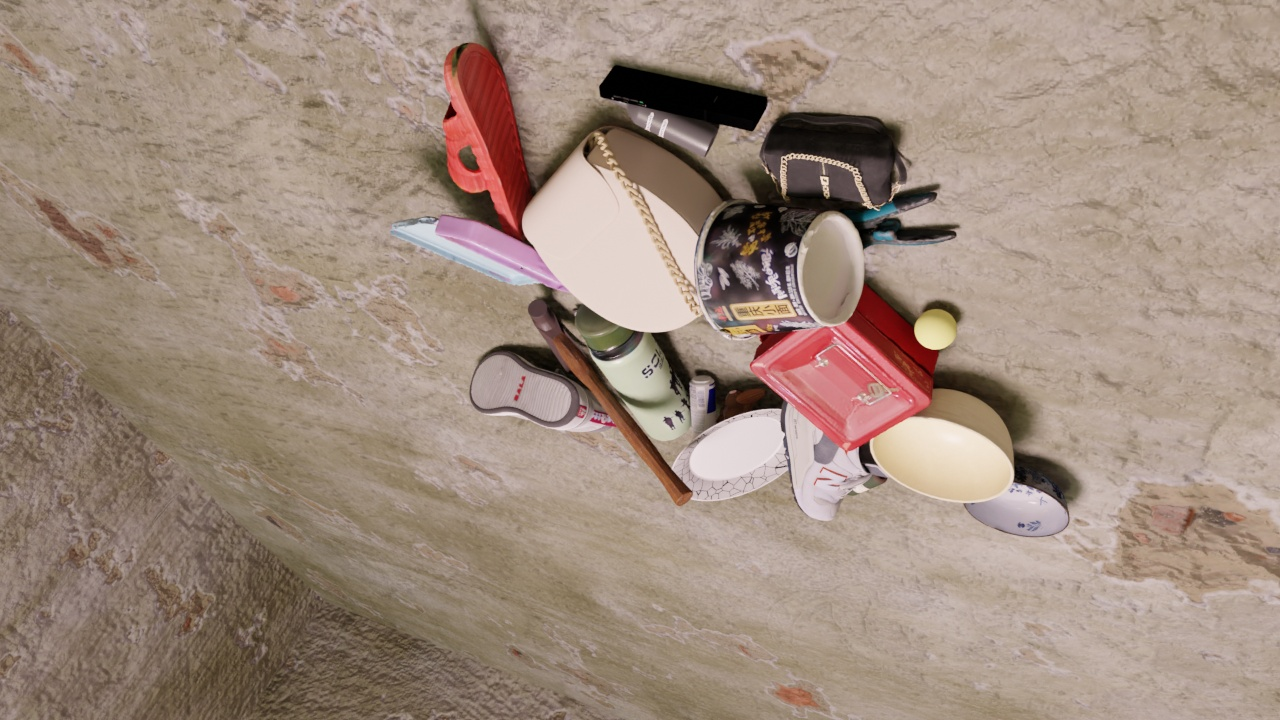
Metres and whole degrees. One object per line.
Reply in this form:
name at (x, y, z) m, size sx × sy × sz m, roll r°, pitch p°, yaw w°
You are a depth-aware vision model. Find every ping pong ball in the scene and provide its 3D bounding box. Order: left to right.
ping pong ball at (0.292, -0.031, 0.907) m, size 0.040 × 0.040 × 0.040 m, roll 20°, pitch 147°, yaw 14°

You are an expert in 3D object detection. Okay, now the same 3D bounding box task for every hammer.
hammer at (-0.040, 0.051, 1.137) m, size 0.323 × 0.033 × 0.115 m, roll 50°, pitch 174°, yaw 27°

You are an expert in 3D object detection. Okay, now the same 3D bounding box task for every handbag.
handbag at (-0.012, -0.123, 0.956) m, size 0.208 × 0.103 × 0.211 m, roll 41°, pitch 145°, yaw -12°
handbag at (0.169, -0.169, 0.807) m, size 0.129 × 0.054 × 0.079 m, roll 10°, pitch 155°, yaw 22°

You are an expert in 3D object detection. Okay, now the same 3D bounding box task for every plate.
plate at (0.126, 0.118, 1.176) m, size 0.188 × 0.016 × 0.189 m, roll -13°, pitch 141°, yaw -11°

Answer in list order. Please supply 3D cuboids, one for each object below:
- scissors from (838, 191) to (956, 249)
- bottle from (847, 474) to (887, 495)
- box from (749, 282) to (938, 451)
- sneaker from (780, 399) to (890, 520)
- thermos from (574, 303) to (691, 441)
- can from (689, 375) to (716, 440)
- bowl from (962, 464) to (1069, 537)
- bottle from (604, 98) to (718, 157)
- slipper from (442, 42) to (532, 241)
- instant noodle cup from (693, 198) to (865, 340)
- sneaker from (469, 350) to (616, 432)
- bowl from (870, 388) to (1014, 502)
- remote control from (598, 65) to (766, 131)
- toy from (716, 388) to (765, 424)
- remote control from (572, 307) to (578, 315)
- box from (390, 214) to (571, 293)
scissors at (0.222, -0.123, 0.852) m, size 0.148 × 0.019 × 0.124 m, roll 24°, pitch 149°, yaw 12°
bottle at (0.283, 0.162, 1.202) m, size 0.025 × 0.025 × 0.106 m, roll 34°, pitch 148°, yaw -9°
box at (0.216, -0.007, 0.964) m, size 0.157 × 0.110 × 0.134 m, roll 41°, pitch 135°, yaw -13°
sneaker at (0.250, 0.122, 1.111) m, size 0.124 × 0.088 × 0.240 m, roll 9°, pitch 139°, yaw 33°
thermos at (-0.007, 0.007, 1.141) m, size 0.082 × 0.082 × 0.231 m, roll 6°, pitch 148°, yaw 32°
can at (0.081, 0.068, 1.180) m, size 0.032 × 0.032 × 0.095 m, roll 7°, pitch 111°, yaw 31°
bowl at (0.432, 0.152, 1.052) m, size 0.114 × 0.045 × 0.114 m, roll 20°, pitch 147°, yaw 13°
bottle at (0.016, -0.227, 0.853) m, size 0.113 × 0.030 × 0.030 m, roll 27°, pitch 148°, yaw 4°
slipper at (-0.163, -0.218, 0.939) m, size 0.059 × 0.103 × 0.249 m, roll 1°, pitch 150°, yaw 10°
instant noodle cup at (0.136, -0.085, 0.854) m, size 0.112 × 0.137 × 0.137 m, roll 5°, pitch 142°, yaw 45°
sneaker at (-0.143, 0.054, 1.333) m, size 0.263 × 0.096 × 0.128 m, roll 12°, pitch 172°, yaw 43°
bowl at (0.334, 0.081, 1.000) m, size 0.151 × 0.075 × 0.151 m, roll 20°, pitch 148°, yaw 13°
remote control at (0.037, -0.235, 0.821) m, size 0.150 × 0.034 × 0.013 m, roll 18°, pitch 147°, yaw 17°
toy at (0.125, 0.066, 1.172) m, size 0.054 × 0.041 × 0.102 m, roll 55°, pitch 154°, yaw 37°
remote control at (-0.025, -0.056, 1.144) m, size 0.137 × 0.013 × 0.033 m, roll 1°, pitch 141°, yaw 38°
box at (-0.167, -0.120, 1.060) m, size 0.151 × 0.035 × 0.214 m, roll 6°, pitch 171°, yaw 36°
